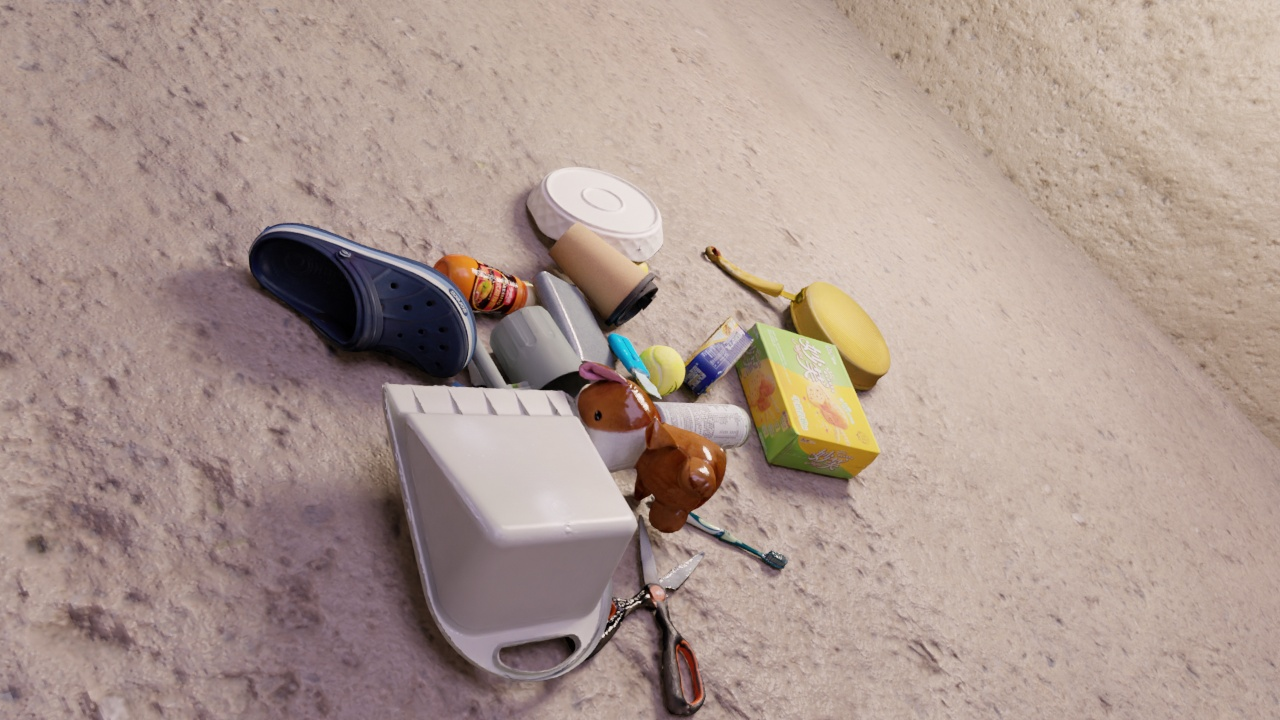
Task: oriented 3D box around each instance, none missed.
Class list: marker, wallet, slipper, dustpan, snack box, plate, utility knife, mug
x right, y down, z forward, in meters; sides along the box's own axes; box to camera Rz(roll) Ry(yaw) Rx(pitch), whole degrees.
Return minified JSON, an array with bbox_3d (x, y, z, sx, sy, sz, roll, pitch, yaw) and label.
[{"bbox_3d":[-0.190,0.006,1.046,0.022,0.018,0.130,26,35,-48],"label":"marker"},{"bbox_3d":[-0.084,-0.041,1.152,0.106,0.037,0.129,21,40,-64],"label":"wallet"},{"bbox_3d":[-0.289,-0.061,0.957,0.252,0.105,0.095,28,31,-10],"label":"slipper"},{"bbox_3d":[-0.124,0.158,0.872,0.222,0.143,0.257,4,32,-42],"label":"dustpan"},{"bbox_3d":[0.232,0.056,1.306,0.157,0.070,0.209,14,44,-29],"label":"snack box"},{"bbox_3d":[-0.060,-0.217,1.331,0.205,0.046,0.204,14,37,-11],"label":"plate"},{"bbox_3d":[-0.007,0.007,1.117,0.034,0.018,0.223,24,11,-19],"label":"utility knife"},{"bbox_3d":[-0.132,0.002,1.046,0.123,0.084,0.103,-8,56,-42],"label":"mug"}]

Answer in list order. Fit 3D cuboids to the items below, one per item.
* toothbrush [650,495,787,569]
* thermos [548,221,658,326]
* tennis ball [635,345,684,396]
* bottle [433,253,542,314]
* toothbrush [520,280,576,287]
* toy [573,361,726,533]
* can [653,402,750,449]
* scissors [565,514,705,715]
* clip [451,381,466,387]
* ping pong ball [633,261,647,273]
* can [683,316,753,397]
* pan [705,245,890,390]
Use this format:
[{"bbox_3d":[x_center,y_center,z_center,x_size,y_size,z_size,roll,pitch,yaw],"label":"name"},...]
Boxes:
[{"bbox_3d":[0.095,0.201,1.084,0.191,0.018,0.016,29,38,-13],"label":"toothbrush"},{"bbox_3d":[-0.050,-0.114,1.222,0.143,0.093,0.092,43,37,0],"label":"thermos"},{"bbox_3d":[0.025,0.013,1.179,0.065,0.066,0.065,23,40,-21],"label":"tennis ball"},{"bbox_3d":[-0.181,-0.085,1.118,0.149,0.067,0.066,12,44,-41],"label":"bottle"},{"bbox_3d":[-0.158,-0.095,1.183,0.185,0.012,0.017,1,62,-40],"label":"toothbrush"},{"bbox_3d":[-0.006,0.095,1.011,0.199,0.140,0.130,45,46,14],"label":"toy"},{"bbox_3d":[0.068,0.083,1.150,0.146,0.058,0.058,4,49,-38],"label":"can"},{"bbox_3d":[0.009,0.258,0.949,0.232,0.022,0.220,-1,52,-40],"label":"scissors"},{"bbox_3d":[-0.201,0.050,0.993,0.025,0.036,0.057,31,34,-14],"label":"clip"},{"bbox_3d":[-0.010,-0.129,1.319,0.040,0.040,0.040,23,40,-21],"label":"ping pong ball"},{"bbox_3d":[0.102,-0.006,1.260,0.049,0.075,0.147,45,38,1],"label":"can"},{"bbox_3d":[0.259,-0.085,1.499,0.357,0.078,0.197,41,34,-8],"label":"pan"}]
